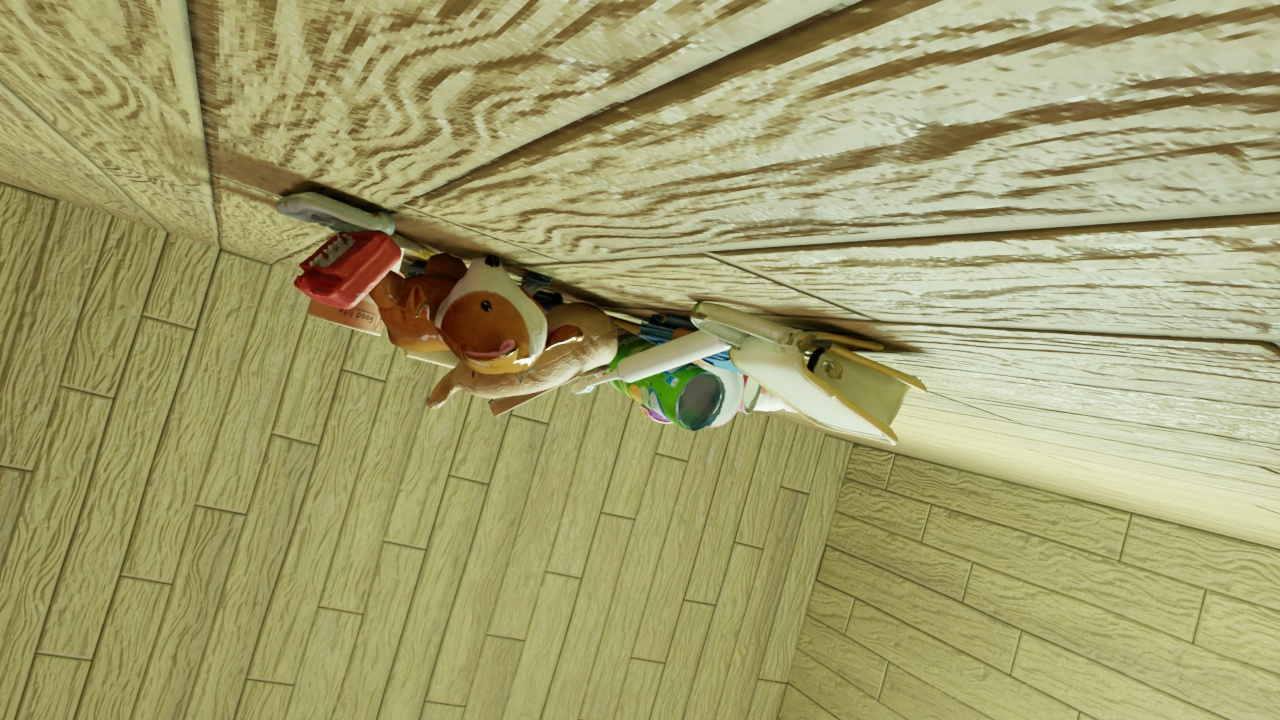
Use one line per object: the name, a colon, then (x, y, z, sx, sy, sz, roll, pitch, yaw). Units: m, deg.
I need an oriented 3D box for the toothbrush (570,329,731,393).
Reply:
toothbrush: (0.006, 0.004, 0.914, 0.026, 0.026, 0.222, 11, 157, -43)

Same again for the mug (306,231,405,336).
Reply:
mug: (-0.312, -0.086, 1.048, 0.082, 0.106, 0.114, 15, 177, 30)

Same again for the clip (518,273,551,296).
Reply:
clip: (-0.113, -0.078, 0.945, 0.024, 0.028, 0.057, 15, 169, -26)

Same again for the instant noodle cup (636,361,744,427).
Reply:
instant noodle cup: (0.065, 0.031, 1.104, 0.111, 0.111, 0.099, 18, 179, -34)

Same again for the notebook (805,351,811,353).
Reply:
notebook: (0.159, 0.000, 1.002, 0.150, 0.012, 0.209, 20, 175, -34)

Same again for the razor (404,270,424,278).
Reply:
razor: (-0.258, -0.066, 1.216, 0.167, 0.062, 0.067, 57, -172, -50)

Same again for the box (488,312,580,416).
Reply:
box: (-0.146, 0.004, 1.245, 0.150, 0.168, 0.182, 18, 177, -3)

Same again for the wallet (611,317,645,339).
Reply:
wallet: (-0.005, -0.012, 1.212, 0.131, 0.035, 0.119, 16, 150, 5)

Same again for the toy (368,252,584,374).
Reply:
toy: (-0.166, -0.049, 0.911, 0.200, 0.131, 0.139, 26, -148, 30)

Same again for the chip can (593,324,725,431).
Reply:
chip can: (-0.006, 0.006, 1.059, 0.072, 0.072, 0.236, 19, -173, -44)

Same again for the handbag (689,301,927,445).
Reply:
handbag: (0.129, -0.005, 0.764, 0.178, 0.063, 0.163, 32, 174, -12)

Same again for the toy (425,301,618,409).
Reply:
toy: (-0.132, 0.000, 1.000, 0.226, 0.082, 0.143, -20, -170, -6)

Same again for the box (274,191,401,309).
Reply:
box: (-0.289, -0.114, 0.832, 0.099, 0.095, 0.202, 48, 164, -25)

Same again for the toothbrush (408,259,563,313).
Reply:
toothbrush: (-0.189, -0.091, 1.099, 0.213, 0.027, 0.026, 16, 143, 22)

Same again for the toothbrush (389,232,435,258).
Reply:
toothbrush: (-0.235, -0.113, 0.980, 0.016, 0.018, 0.191, 14, 177, 15)

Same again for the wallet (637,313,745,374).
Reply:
wallet: (0.076, -0.011, 0.940, 0.133, 0.040, 0.106, 15, 174, 43)

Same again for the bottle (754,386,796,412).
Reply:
bottle: (0.143, 0.039, 1.366, 0.197, 0.068, 0.068, 12, 176, 20)

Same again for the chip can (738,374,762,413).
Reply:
chip can: (0.062, 0.016, 1.281, 0.211, 0.071, 0.071, 15, 177, 26)

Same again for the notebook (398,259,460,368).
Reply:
notebook: (-0.275, -0.057, 1.255, 0.008, 0.147, 0.207, -22, 164, 17)
